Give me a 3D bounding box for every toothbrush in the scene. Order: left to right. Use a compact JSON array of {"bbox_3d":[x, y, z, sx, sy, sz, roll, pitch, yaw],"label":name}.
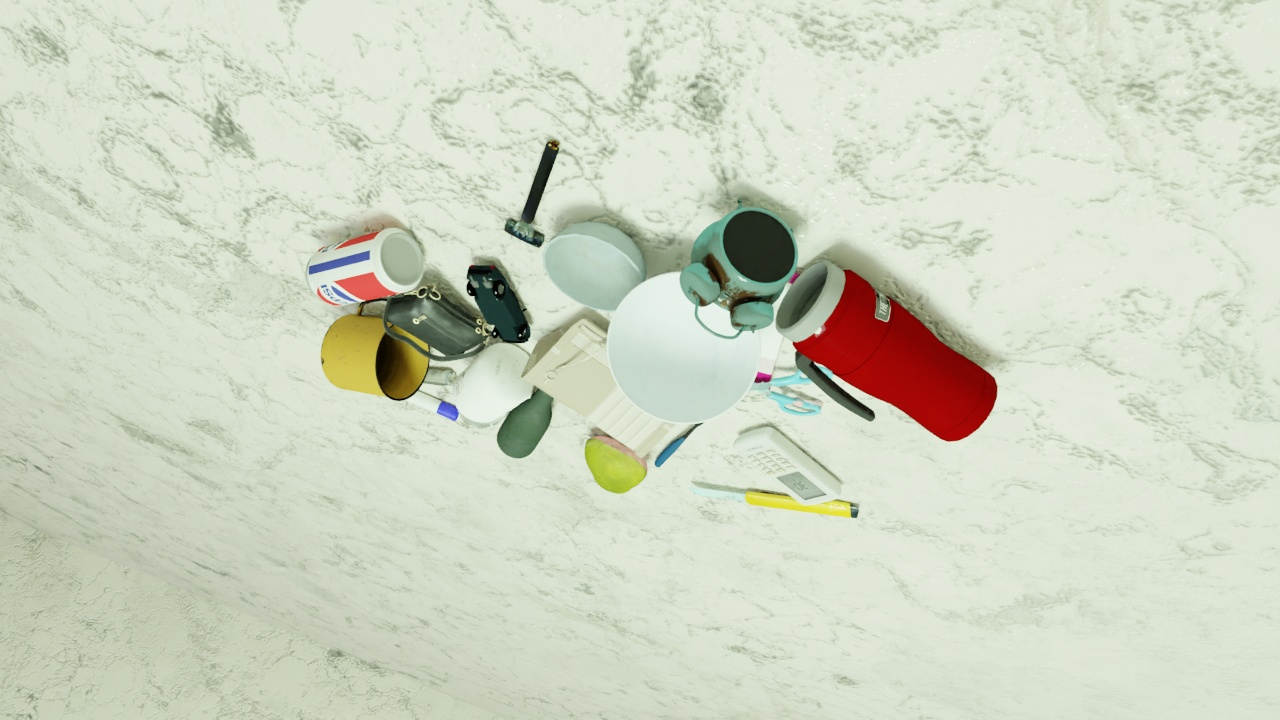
[{"bbox_3d":[-0.330,0.016,1.241,0.186,0.022,0.024,7,140,25],"label":"toothbrush"},{"bbox_3d":[0.048,0.099,1.136,0.014,0.014,0.168,56,150,12],"label":"toothbrush"}]

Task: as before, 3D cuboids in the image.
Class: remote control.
[{"bbox_3d":[0.175,0.126,1.089,0.138,0.025,0.060,39,143,-22],"label":"remote control"}]

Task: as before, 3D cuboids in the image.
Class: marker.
[{"bbox_3d":[-0.320,0.049,1.282,0.141,0.020,0.020,23,146,0],"label":"marker"}]

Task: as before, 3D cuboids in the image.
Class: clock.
[{"bbox_3d":[0.084,-0.075,0.780,0.090,0.124,0.053,28,155,-7],"label":"clock"}]

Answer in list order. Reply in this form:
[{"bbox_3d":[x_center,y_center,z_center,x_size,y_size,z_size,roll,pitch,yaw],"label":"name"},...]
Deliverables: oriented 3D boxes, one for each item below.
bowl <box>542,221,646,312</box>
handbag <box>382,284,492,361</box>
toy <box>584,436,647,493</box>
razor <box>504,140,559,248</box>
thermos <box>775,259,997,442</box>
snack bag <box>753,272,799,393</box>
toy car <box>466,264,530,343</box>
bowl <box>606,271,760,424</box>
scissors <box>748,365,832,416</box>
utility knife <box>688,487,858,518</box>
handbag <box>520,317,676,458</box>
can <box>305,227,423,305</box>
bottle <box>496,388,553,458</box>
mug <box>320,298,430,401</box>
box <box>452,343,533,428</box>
[{"bbox_3d":[-0.040,-0.097,0.897,0.106,0.039,0.106,16,145,11],"label":"bowl"},{"bbox_3d":[-0.232,-0.044,1.062,0.079,0.054,0.128,-18,141,36],"label":"handbag"},{"bbox_3d":[-0.036,0.140,1.210,0.090,0.051,0.110,24,149,4],"label":"toy"},{"bbox_3d":[-0.100,-0.154,0.870,0.043,0.022,0.145,25,146,-4],"label":"razor"},{"bbox_3d":[0.215,0.001,0.834,0.198,0.083,0.108,32,123,-16],"label":"thermos"},{"bbox_3d":[0.112,-0.030,0.920,0.070,0.016,0.197,14,145,7],"label":"snack bag"},{"bbox_3d":[-0.156,-0.062,1.018,0.046,0.034,0.112,5,141,25],"label":"toy car"},{"bbox_3d":[0.045,-0.017,0.885,0.144,0.074,0.144,2,102,10],"label":"bowl"},{"bbox_3d":[0.142,0.025,0.958,0.140,0.015,0.111,13,145,-21],"label":"scissors"},{"bbox_3d":[0.167,0.179,1.174,0.224,0.019,0.030,2,135,21],"label":"utility knife"},{"bbox_3d":[-0.006,0.006,1.022,0.175,0.062,0.199,35,136,-17],"label":"handbag"},{"bbox_3d":[-0.308,-0.102,1.021,0.132,0.070,0.070,-7,136,37],"label":"can"},{"bbox_3d":[-0.137,0.068,1.169,0.055,0.055,0.175,28,145,-7],"label":"bottle"},{"bbox_3d":[-0.330,-0.018,1.138,0.094,0.100,0.124,8,103,25],"label":"mug"},{"bbox_3d":[-0.183,0.037,1.135,0.089,0.080,0.144,19,152,-27],"label":"box"}]
